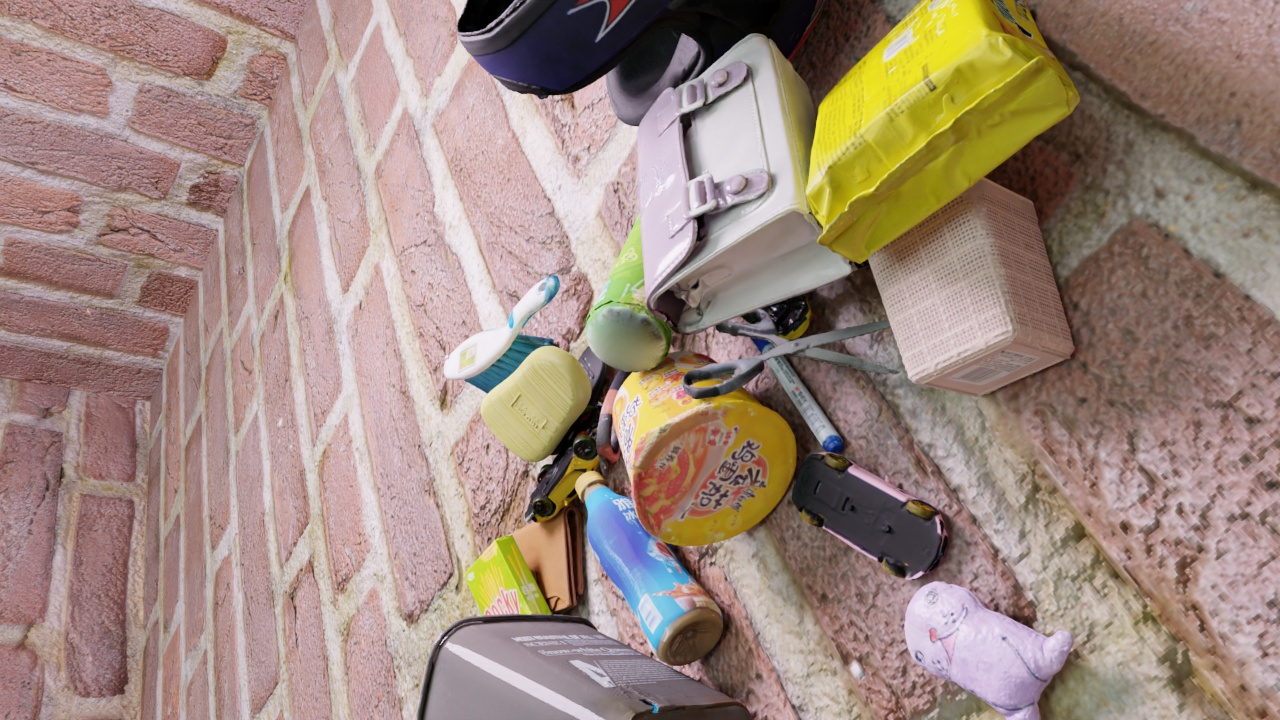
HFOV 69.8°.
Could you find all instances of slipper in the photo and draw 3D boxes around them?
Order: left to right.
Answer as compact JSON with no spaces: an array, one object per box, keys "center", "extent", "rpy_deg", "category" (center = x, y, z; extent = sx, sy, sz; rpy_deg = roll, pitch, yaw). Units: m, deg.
[{"center":[-0.094,0.038,0.946],"extent":[0.091,0.081,0.191],"rpy_deg":[50,142,3],"category":"slipper"}]

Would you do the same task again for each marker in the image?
[{"center":[0.125,0.021,0.746],"extent":[0.017,0.016,0.145],"rpy_deg":[-55,41,26],"category":"marker"}]

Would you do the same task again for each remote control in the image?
[{"center":[-0.068,0.044,0.988],"extent":[0.137,0.024,0.053],"rpy_deg":[-60,41,23],"category":"remote control"}]

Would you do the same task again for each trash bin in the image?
[{"center":[-0.045,0.322,0.737],"extent":[0.220,0.198,0.198],"rpy_deg":[-1,79,47],"category":"trash bin"}]

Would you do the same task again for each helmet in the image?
[{"center":[0.026,-0.320,0.787],"extent":[0.315,0.240,0.247],"rpy_deg":[-51,34,3],"category":"helmet"}]

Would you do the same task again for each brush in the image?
[{"center":[-0.139,-0.024,1.033],"extent":[0.315,0.109,0.060],"rpy_deg":[-22,59,48],"category":"brush"}]

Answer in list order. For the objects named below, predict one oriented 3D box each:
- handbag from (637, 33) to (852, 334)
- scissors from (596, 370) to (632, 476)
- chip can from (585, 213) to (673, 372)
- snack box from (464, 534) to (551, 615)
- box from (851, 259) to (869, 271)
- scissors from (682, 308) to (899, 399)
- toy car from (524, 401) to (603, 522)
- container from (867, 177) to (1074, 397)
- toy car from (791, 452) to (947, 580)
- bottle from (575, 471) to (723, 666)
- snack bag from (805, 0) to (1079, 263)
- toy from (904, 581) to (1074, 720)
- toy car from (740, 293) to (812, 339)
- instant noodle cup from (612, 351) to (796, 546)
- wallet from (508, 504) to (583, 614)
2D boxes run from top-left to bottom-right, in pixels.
[{"center":[0.064,-0.131,0.686],"extent":[0.145,0.098,0.196],"rpy_deg":[-30,44,30],"category":"handbag"},{"center":[-0.003,0.015,0.860],"extent":[0.015,0.189,0.222],"rpy_deg":[2,108,21],"category":"scissors"},{"center":[0.015,-0.083,0.798],"extent":[0.073,0.072,0.220],"rpy_deg":[-38,21,40],"category":"chip can"},{"center":[-0.125,0.268,0.946],"extent":[0.086,0.026,0.156],"rpy_deg":[-48,63,39],"category":"snack box"},{"center":[0.114,-0.104,0.736],"extent":[0.164,0.075,0.080],"rpy_deg":[-15,41,36],"category":"box"},{"center":[0.112,-0.010,0.691],"extent":[0.159,0.181,0.014],"rpy_deg":[-117,7,-56],"category":"scissors"},{"center":[-0.071,0.108,0.948],"extent":[0.156,0.041,0.071],"rpy_deg":[-53,14,23],"category":"toy car"},{"center":[0.212,-0.043,0.592],"extent":[0.090,0.090,0.110],"rpy_deg":[-33,57,43],"category":"container"},{"center":[0.162,0.108,0.653],"extent":[0.122,0.037,0.056],"rpy_deg":[30,106,40],"category":"toy car"},{"center":[-0.004,0.175,0.827],"extent":[0.065,0.065,0.218],"rpy_deg":[-63,37,17],"category":"bottle"},{"center":[0.183,-0.175,0.605],"extent":[0.158,0.068,0.245],"rpy_deg":[-37,18,31],"category":"snack bag"},{"center":[0.207,0.180,0.565],"extent":[0.108,0.038,0.084],"rpy_deg":[25,106,52],"category":"toy"},{"center":[0.104,-0.050,0.777],"extent":[0.048,0.032,0.105],"rpy_deg":[-47,42,1],"category":"toy car"},{"center":[0.043,0.064,0.751],"extent":[0.138,0.138,0.109],"rpy_deg":[-60,31,20],"category":"instant noodle cup"},{"center":[-0.107,0.223,0.979],"extent":[0.132,0.031,0.107],"rpy_deg":[-32,53,46],"category":"wallet"}]
